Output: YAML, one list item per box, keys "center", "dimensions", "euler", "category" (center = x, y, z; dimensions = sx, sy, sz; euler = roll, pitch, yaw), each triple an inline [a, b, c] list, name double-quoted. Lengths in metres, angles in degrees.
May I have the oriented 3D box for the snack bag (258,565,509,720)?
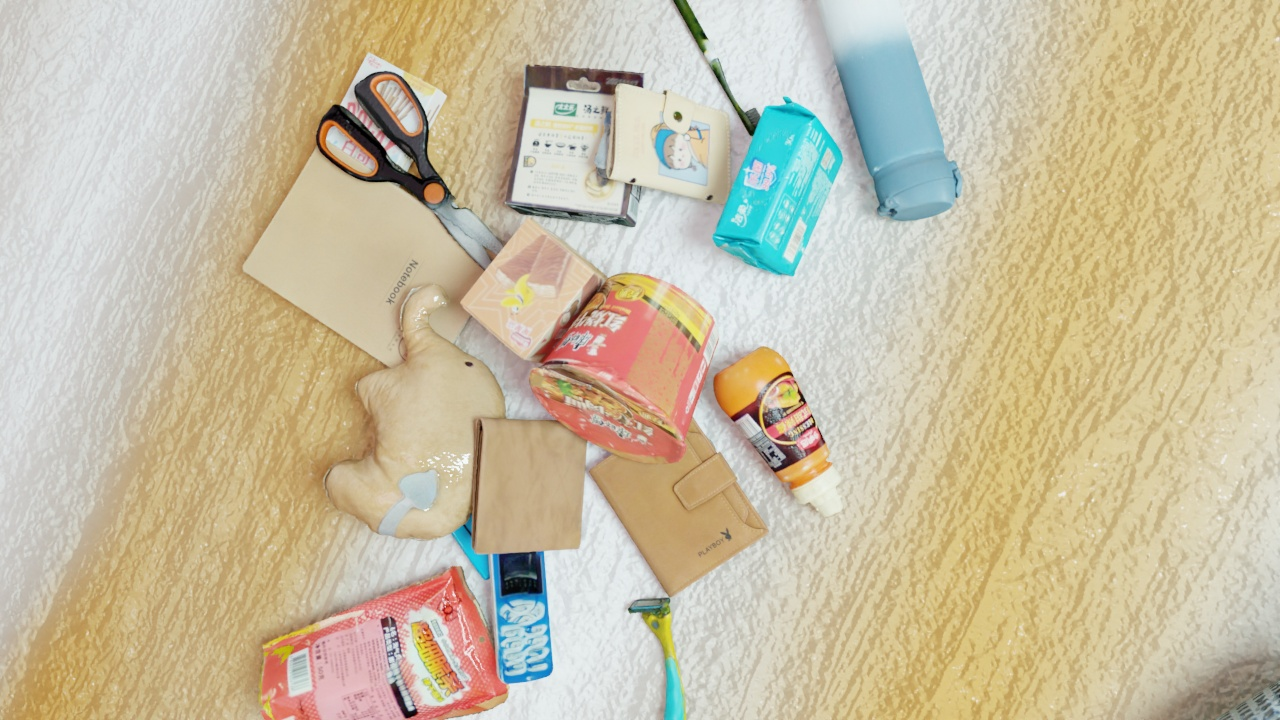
- center: [-0.231, 0.274, 0.820]
  dimensions: [0.208, 0.073, 0.128]
  euler: [-20, 86, 6]
  category: "snack bag"

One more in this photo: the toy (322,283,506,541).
- center: [-0.185, 0.047, 0.812]
  dimensions: [0.143, 0.083, 0.225]
  euler: [16, 69, -10]
  category: "toy"

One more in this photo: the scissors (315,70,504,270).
- center: [-0.208, -0.153, 0.843]
  dimensions: [0.161, 0.021, 0.234]
  euler: [-18, 90, 2]
  category: "scissors"

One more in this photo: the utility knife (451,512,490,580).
- center: [-0.191, 0.112, 0.843]
  dimensions: [0.034, 0.018, 0.203]
  euler: [-42, 77, 7]
  category: "utility knife"

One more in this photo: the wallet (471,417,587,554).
- center: [-0.095, 0.107, 0.791]
  dimensions: [0.101, 0.020, 0.115]
  euler: [5, 88, -29]
  category: "wallet"

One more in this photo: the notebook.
- center: [-0.249, -0.091, 0.856]
  dimensions: [0.207, 0.008, 0.148]
  euler: [33, 94, 2]
  category: "notebook"

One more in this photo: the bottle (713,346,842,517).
- center: [0.120, 0.063, 0.755]
  dimensions: [0.067, 0.066, 0.149]
  euler: [-33, 86, 9]
  category: "bottle"

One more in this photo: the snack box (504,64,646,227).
- center: [-0.053, -0.189, 0.815]
  dimensions: [0.113, 0.053, 0.125]
  euler: [9, 87, 13]
  category: "snack box"

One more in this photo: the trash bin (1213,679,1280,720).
- center: [0.479, 0.283, 0.589]
  dimensions: [0.195, 0.226, 0.226]
  euler: [-34, 79, 21]
  category: "trash bin"

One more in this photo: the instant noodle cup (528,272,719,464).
- center: [-0.004, 0.004, 0.745]
  dimensions: [0.138, 0.138, 0.108]
  euler: [22, 64, 14]
  category: "instant noodle cup"

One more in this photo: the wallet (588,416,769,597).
- center: [0.033, 0.120, 0.785]
  dimensions: [0.108, 0.031, 0.132]
  euler: [-35, 80, 10]
  category: "wallet"

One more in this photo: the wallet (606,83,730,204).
- center: [0.026, -0.185, 0.781]
  dimensions: [0.115, 0.024, 0.087]
  euler: [7, 85, -27]
  category: "wallet"

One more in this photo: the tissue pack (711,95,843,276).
- center: [0.115, -0.140, 0.751]
  dimensions: [0.050, 0.093, 0.133]
  euler: [24, 91, 29]
  category: "tissue pack"

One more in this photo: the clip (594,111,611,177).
- center: [-0.025, -0.185, 0.777]
  dimensions: [0.024, 0.026, 0.056]
  euler: [16, 84, 7]
  category: "clip"

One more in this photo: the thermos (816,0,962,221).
- center: [0.202, -0.222, 0.754]
  dimensions: [0.070, 0.070, 0.220]
  euler: [-17, 83, 11]
  category: "thermos"

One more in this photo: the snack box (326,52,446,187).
- center: [-0.259, -0.205, 0.879]
  dimensions: [0.085, 0.027, 0.157]
  euler: [29, 93, 13]
  category: "snack box"

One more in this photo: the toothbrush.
- center: [0.061, -0.280, 0.817]
  dimensions: [0.017, 0.012, 0.185]
  euler: [-28, 80, 4]
  category: "toothbrush"

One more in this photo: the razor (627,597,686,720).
- center: [0.021, 0.268, 0.776]
  dimensions: [0.043, 0.028, 0.132]
  euler: [-17, 78, 41]
  category: "razor"

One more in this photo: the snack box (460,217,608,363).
- center: [-0.083, -0.055, 0.792]
  dimensions: [0.077, 0.092, 0.094]
  euler: [40, 95, 12]
  category: "snack box"

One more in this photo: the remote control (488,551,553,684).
- center: [-0.106, 0.217, 0.805]
  dimensions: [0.049, 0.024, 0.125]
  euler: [-3, 85, -21]
  category: "remote control"
